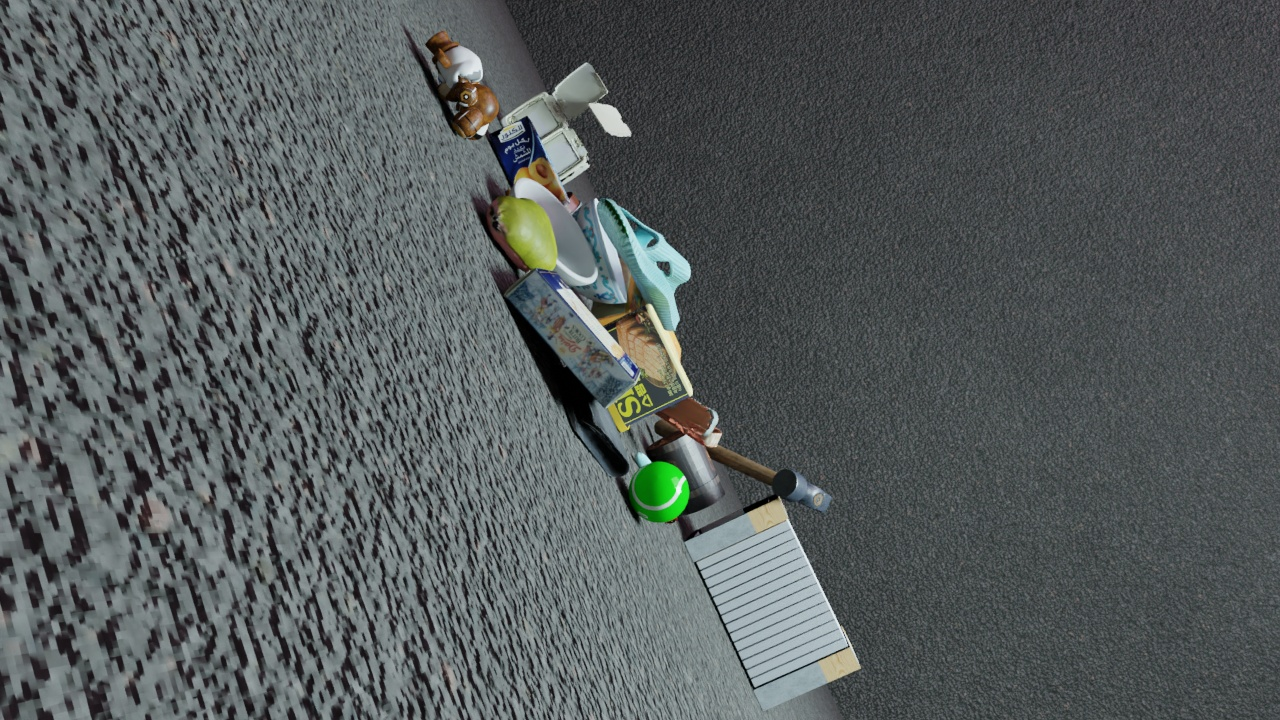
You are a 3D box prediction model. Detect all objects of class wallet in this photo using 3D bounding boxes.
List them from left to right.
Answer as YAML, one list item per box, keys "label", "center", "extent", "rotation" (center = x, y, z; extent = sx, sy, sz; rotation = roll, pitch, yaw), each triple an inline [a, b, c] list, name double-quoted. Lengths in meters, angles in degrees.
- label: "wallet"
  center: [-0.048, 0.059, 0.936]
  extent: [0.115, 0.026, 0.089]
  rotation: [58, 6, -51]

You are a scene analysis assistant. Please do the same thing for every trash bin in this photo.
- label: "trash bin"
  center: [0.185, 0.334, 1.304]
  extent: [0.247, 0.142, 0.142]
  rotation: [65, 5, 8]

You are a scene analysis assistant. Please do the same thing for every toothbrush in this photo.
- label: "toothbrush"
  center: [0.024, 0.163, 1.232]
  extent: [0.181, 0.016, 0.016]
  rotation: [59, 10, -54]

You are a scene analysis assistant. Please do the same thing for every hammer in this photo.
- label: "hammer"
  center: [0.138, 0.149, 1.375]
  extent: [0.322, 0.040, 0.129]
  rotation: [22, -6, 44]

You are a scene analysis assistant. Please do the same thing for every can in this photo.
- label: "can"
  center: [-0.007, 0.007, 1.174]
  extent: [0.135, 0.104, 0.075]
  rotation: [64, 5, -4]

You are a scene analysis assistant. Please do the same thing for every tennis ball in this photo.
- label: "tennis ball"
  center: [0.019, 0.142, 0.987]
  extent: [0.065, 0.065, 0.065]
  rotation: [63, 5, -10]

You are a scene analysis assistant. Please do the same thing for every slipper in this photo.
- label: "slipper"
  center: [0.014, -0.129, 1.195]
  extent: [0.116, 0.069, 0.276]
  rotation: [55, -2, 31]

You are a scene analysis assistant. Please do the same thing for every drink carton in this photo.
- label: "drink carton"
  center: [-0.154, -0.265, 1.266]
  extent: [0.040, 0.064, 0.130]
  rotation: [-29, 94, -88]

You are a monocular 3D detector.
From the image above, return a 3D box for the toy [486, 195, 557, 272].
- label: "toy"
  center: [-0.125, -0.138, 0.967]
  extent: [0.110, 0.051, 0.090]
  rotation: [39, 37, -68]

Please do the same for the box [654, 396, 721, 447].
- label: "box"
  center: [0.034, 0.053, 1.245]
  extent: [0.187, 0.056, 0.067]
  rotation: [32, -55, 32]

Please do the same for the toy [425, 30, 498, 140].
- label: "toy"
  center: [-0.202, -0.310, 1.030]
  extent: [0.112, 0.067, 0.087]
  rotation: [54, 6, -8]

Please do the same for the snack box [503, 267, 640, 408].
- label: "snack box"
  center: [-0.062, -0.025, 0.918]
  extent: [0.145, 0.042, 0.144]
  rotation: [48, 5, -1]

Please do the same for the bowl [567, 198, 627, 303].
- label: "bowl"
  center: [-0.074, -0.137, 1.232]
  extent: [0.144, 0.074, 0.144]
  rotation: [-15, 89, -85]

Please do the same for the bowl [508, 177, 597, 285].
- label: "bowl"
  center: [-0.114, -0.145, 1.101]
  extent: [0.149, 0.043, 0.149]
  rotation: [46, 23, -26]

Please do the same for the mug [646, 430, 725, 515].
- label: "mug"
  center: [0.061, 0.162, 1.354]
  extent: [0.107, 0.079, 0.116]
  rotation: [65, -21, -3]

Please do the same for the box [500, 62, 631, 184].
- label: "box"
  center: [-0.123, -0.376, 1.468]
  extent: [0.143, 0.180, 0.080]
  rotation: [58, 5, 5]

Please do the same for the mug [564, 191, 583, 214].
- label: "mug"
  center: [-0.099, -0.174, 1.329]
  extent: [0.111, 0.081, 0.117]
  rotation: [58, 15, -25]

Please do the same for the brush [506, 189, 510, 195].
- label: "brush"
  center: [-0.137, -0.167, 1.204]
  extent: [0.126, 0.017, 0.048]
  rotation: [61, 5, -31]

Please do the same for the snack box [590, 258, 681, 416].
- label: "snack box"
  center: [-0.011, -0.032, 1.360]
  extent: [0.144, 0.081, 0.195]
  rotation: [-82, 154, -49]

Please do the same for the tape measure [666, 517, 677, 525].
- label: "tape measure"
  center: [0.030, 0.180, 1.192]
  extent: [0.051, 0.019, 0.059]
  rotation: [-96, 166, -82]
